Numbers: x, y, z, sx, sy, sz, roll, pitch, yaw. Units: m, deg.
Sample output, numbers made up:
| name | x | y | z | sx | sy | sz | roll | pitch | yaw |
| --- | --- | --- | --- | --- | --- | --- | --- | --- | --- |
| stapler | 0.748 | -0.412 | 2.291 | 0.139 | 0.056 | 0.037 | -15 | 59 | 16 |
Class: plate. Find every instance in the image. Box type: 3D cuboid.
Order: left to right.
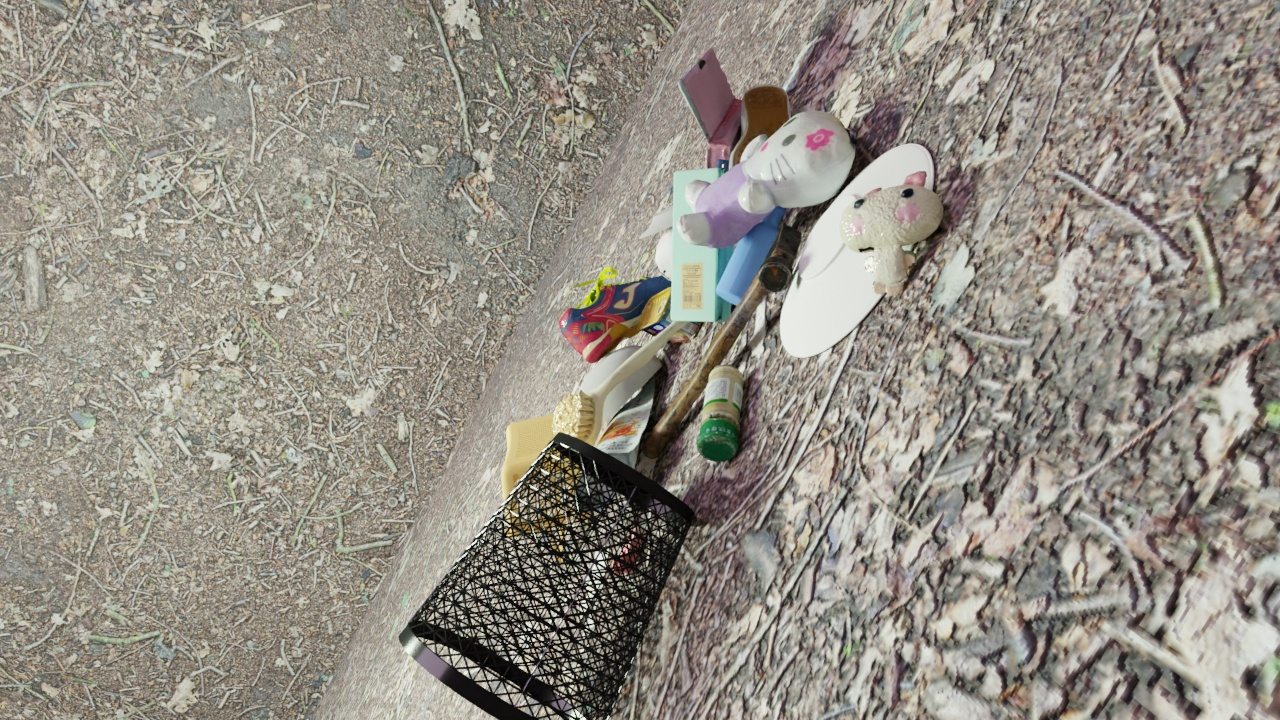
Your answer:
| name | x | y | z | sx | sy | sz | roll | pitch | yaw |
| --- | --- | --- | --- | --- | --- | --- | --- | --- | --- |
| plate | 0.070 | -0.225 | 1.334 | 0.173 | 0.019 | 0.172 | -26 | 11 | 5 |
| plate | 0.190 | -0.112 | 0.879 | 0.230 | 0.030 | 0.229 | -56 | 16 | 24 |

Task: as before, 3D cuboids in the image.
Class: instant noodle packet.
| name | x | y | z | sx | sy | sz | roll | pitch | yaw |
| --- | --- | --- | --- | --- | --- | --- | --- | --- | --- |
| instant noodle packet | -0.035 | 0.107 | 1.190 | 0.147 | 0.057 | 0.268 | -49 | 7 | 14 |

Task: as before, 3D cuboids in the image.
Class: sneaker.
| name | x | y | z | sx | sy | sz | roll | pitch | yaw |
| --- | --- | --- | --- | --- | --- | --- | --- | --- | --- |
| sneaker | -0.026 | -0.088 | 1.332 | 0.241 | 0.091 | 0.117 | -38 | -11 | -48 |
| sneaker | 0.164 | -0.267 | 1.204 | 0.079 | 0.087 | 0.234 | 81 | -166 | -47 |

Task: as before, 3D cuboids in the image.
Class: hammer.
| name | x | y | z | sx | sy | sz | roll | pitch | yaw |
| --- | --- | --- | --- | --- | --- | --- | --- | --- | --- |
| hammer | 0.084 | -0.008 | 1.032 | 0.331 | 0.033 | 0.119 | -58 | 2 | 36 |

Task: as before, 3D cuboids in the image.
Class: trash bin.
| name | x | y | z | sx | sy | sz | roll | pitch | yaw |
| --- | --- | --- | --- | --- | --- | --- | --- | --- | --- |
| trash bin | -0.077 | 0.216 | 0.904 | 0.243 | 0.217 | 0.217 | -59 | 13 | -12 |

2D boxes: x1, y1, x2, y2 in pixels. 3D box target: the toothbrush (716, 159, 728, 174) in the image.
| name | x | y | z | sx | sy | sz | roll | pitch | yaw |
| --- | --- | --- | --- | --- | --- | --- | --- | --- | --- |
| toothbrush | 0.097 | -0.164 | 1.190 | 0.017 | 0.016 | 0.190 | -91 | 6 | -77 |

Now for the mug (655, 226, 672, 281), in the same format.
| name | x | y | z | sx | sy | sz | roll | pitch | yaw |
| --- | --- | --- | --- | --- | --- | --- | --- | --- | --- |
| mug | 0.060 | -0.154 | 1.322 | 0.090 | 0.076 | 0.124 | -64 | 14 | -5 |

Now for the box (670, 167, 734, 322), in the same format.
| name | x | y | z | sx | sy | sz | roll | pitch | yaw |
| --- | --- | --- | --- | --- | --- | --- | --- | --- | --- |
| box | 0.070 | -0.140 | 1.121 | 0.077 | 0.079 | 0.189 | -161 | 73 | -74 |

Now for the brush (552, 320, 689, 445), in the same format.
| name | x | y | z | sx | sy | sz | roll | pitch | yaw |
| --- | --- | --- | --- | --- | --- | --- | --- | --- | --- |
| brush | -0.007 | 0.007 | 1.171 | 0.272 | 0.062 | 0.077 | -45 | -29 | -4 |

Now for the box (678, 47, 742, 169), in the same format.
| name | x | y | z | sx | sy | sz | roll | pitch | yaw |
| --- | --- | --- | --- | --- | --- | --- | --- | --- | --- |
| box | 0.114 | -0.329 | 1.267 | 0.055 | 0.180 | 0.232 | -6 | 29 | 19 |

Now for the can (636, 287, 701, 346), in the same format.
| name | x | y | z | sx | sy | sz | roll | pitch | yaw |
| --- | --- | --- | --- | --- | --- | --- | --- | --- | --- |
| can | 0.042 | -0.057 | 1.247 | 0.054 | 0.059 | 0.100 | -67 | 14 | -15 |

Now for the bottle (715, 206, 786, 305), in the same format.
| name | x | y | z | sx | sy | sz | roll | pitch | yaw |
| --- | --- | --- | --- | --- | --- | --- | --- | --- | --- |
| bottle | 0.136 | -0.128 | 1.065 | 0.131 | 0.048 | 0.048 | -64 | 14 | -4 |

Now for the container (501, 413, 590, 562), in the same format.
| name | x | y | z | sx | sy | sz | roll | pitch | yaw |
| --- | --- | --- | --- | --- | --- | --- | --- | --- | --- |
| container | -0.128 | 0.183 | 1.312 | 0.183 | 0.129 | 0.167 | -106 | 3 | -71 |

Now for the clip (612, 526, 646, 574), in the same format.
| name | x | y | z | sx | sy | sz | roll | pitch | yaw |
| --- | --- | --- | --- | --- | --- | --- | --- | --- | --- |
| clip | -0.010 | 0.211 | 1.025 | 0.057 | 0.022 | 0.035 | -67 | 11 | -22 |

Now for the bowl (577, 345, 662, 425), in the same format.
| name | x | y | z | sx | sy | sz | roll | pitch | yaw |
| --- | --- | --- | --- | --- | --- | --- | --- | --- | --- |
| bowl | -0.038 | 0.029 | 1.270 | 0.132 | 0.064 | 0.132 | -45 | 0 | -1 |

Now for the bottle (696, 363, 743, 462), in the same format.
| name | x | y | z | sx | sy | sz | roll | pitch | yaw |
| --- | --- | --- | --- | --- | --- | --- | --- | --- | --- |
| bottle | 0.083 | 0.051 | 0.941 | 0.043 | 0.042 | 0.109 | -50 | 19 | 41 |

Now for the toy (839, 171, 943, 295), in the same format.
| name | x | y | z | sx | sy | sz | roll | pitch | yaw |
| --- | --- | --- | --- | --- | --- | --- | --- | --- | --- |
| toy | 0.208 | -0.114 | 0.766 | 0.087 | 0.050 | 0.112 | -5 | 56 | 37 |

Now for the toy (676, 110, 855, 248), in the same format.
| name | x | y | z | sx | sy | sz | roll | pitch | yaw |
| --- | --- | --- | --- | --- | --- | --- | --- | --- | --- |
| toy | 0.141 | -0.193 | 1.007 | 0.210 | 0.085 | 0.137 | -26 | 26 | 27 |
